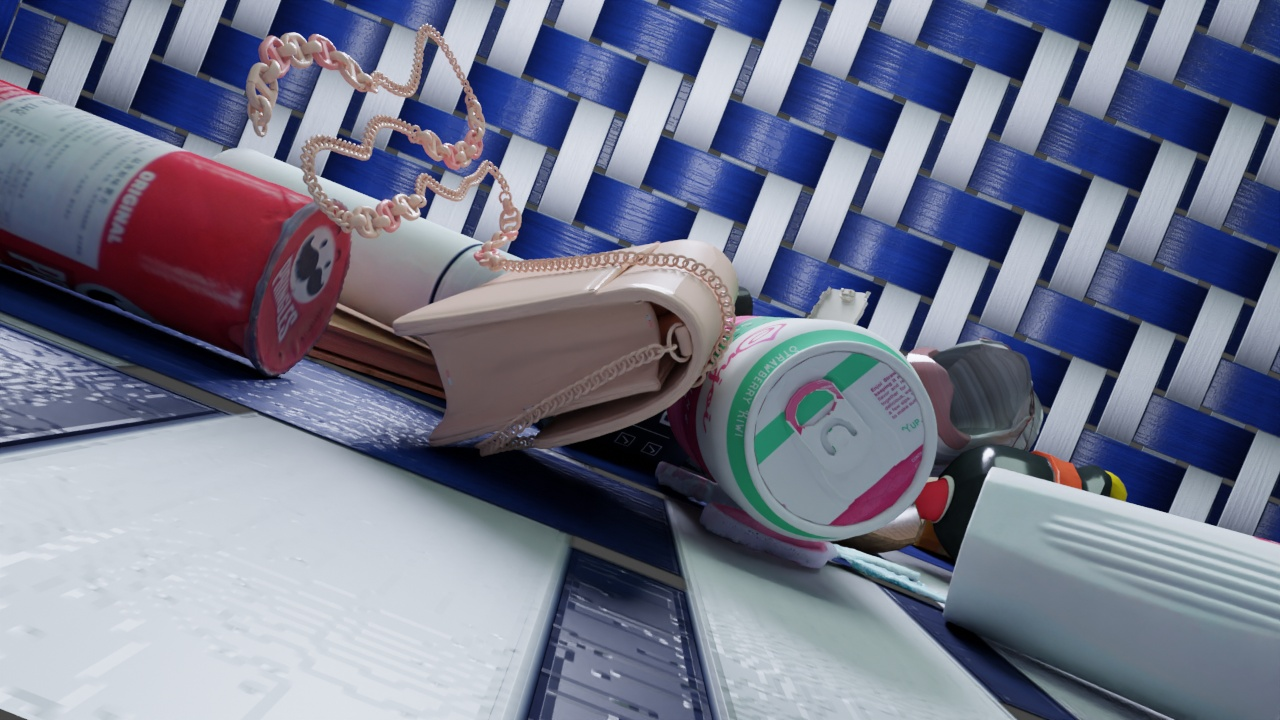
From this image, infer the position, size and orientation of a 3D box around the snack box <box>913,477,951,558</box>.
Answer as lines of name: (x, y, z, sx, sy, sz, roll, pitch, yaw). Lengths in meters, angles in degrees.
snack box: (0.287, 0.128, 0.786, 0.195, 0.080, 0.145, 21, 2, -18)

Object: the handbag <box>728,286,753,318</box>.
handbag: (0.003, -0.043, 0.734, 0.175, 0.072, 0.196, -1, 3, -30)

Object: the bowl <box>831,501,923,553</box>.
bowl: (0.111, 0.074, 0.547, 0.118, 0.030, 0.117, 28, 25, -14)

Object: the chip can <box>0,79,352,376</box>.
chip can: (-0.236, -0.069, 0.357, 0.233, 0.073, 0.073, 21, 1, 2)

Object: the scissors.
scissors: (0.076, 0.085, 0.458, 0.172, 0.014, 0.159, 21, 1, -37)

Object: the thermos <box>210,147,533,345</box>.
thermos: (-0.161, -0.062, 0.537, 0.230, 0.068, 0.068, 22, 1, 22)

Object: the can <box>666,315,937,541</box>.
can: (0.065, 0.024, 0.420, 0.088, 0.088, 0.166, 21, 1, -7)

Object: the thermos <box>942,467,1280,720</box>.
thermos: (0.239, 0.109, 0.358, 0.221, 0.099, 0.099, 18, -1, 25)

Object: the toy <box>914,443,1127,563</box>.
toy: (0.231, 0.097, 0.574, 0.119, 0.099, 0.098, 33, -45, -8)

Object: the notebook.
notebook: (-0.209, -0.033, 0.514, 0.210, 0.022, 0.169, 21, 1, -29)

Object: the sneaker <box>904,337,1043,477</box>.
sneaker: (0.247, 0.031, 0.652, 0.235, 0.099, 0.090, 0, -22, -43)

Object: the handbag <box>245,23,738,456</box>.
handbag: (-0.035, -0.065, 0.368, 0.117, 0.187, 0.198, -13, 11, 14)

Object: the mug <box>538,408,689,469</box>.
mug: (-0.003, 0.003, 0.527, 0.077, 0.105, 0.071, 21, -5, -22)

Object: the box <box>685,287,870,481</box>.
box: (0.111, 0.031, 0.671, 0.101, 0.194, 0.143, 60, -11, -25)
